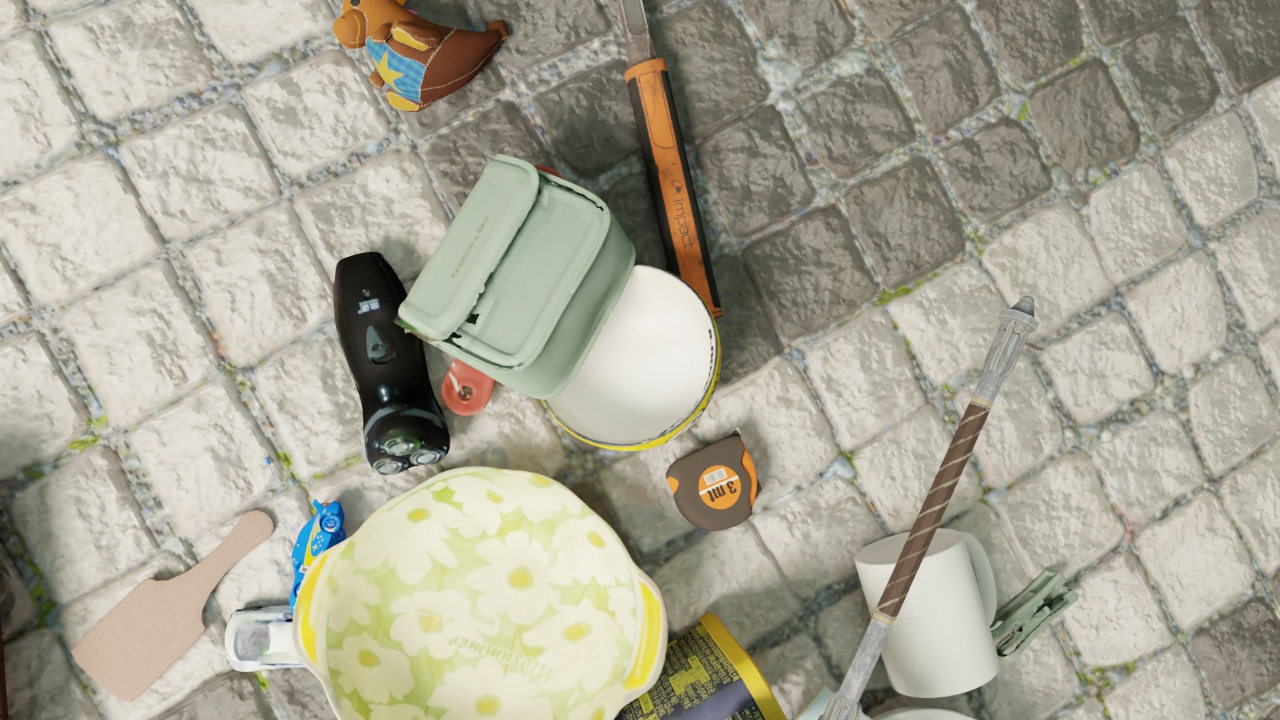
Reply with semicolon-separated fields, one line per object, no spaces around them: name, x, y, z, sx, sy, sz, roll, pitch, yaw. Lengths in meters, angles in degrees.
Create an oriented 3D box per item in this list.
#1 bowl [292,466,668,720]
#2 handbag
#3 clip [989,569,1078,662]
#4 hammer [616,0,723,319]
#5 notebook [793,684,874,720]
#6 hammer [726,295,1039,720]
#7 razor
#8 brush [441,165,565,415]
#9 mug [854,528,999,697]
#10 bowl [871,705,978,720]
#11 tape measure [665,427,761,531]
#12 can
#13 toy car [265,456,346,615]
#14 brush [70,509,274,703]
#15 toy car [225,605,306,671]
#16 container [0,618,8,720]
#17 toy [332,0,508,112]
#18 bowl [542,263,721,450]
bowl;-0.095;0.164;0.565;0.219;0.060;0.188;6;66;-3
handbag;-0.075;-0.050;0.549;0.106;0.067;0.121;27;83;19
clip;0.280;0.185;0.664;0.075;0.023;0.042;-36;92;-11
hammer;-0.004;-0.175;0.624;0.137;0.035;0.314;-13;90;-10
notebook;0.114;0.360;0.605;0.181;0.009;0.253;36;96;-5
hammer;0.140;0.112;0.486;0.098;0.044;0.322;26;86;-7
razor;-0.160;0.001;0.575;0.053;0.064;0.140;-16;92;-11
brush;-0.090;-0.046;0.605;0.041;0.030;0.172;20;83;-9
mug;0.208;0.165;0.633;0.110;0.074;0.090;-16;91;-36
bowl;0.187;0.300;0.628;0.149;0.043;0.149;0;97;-1
tape measure;0.051;0.086;0.623;0.058;0.038;0.058;-24;78;-10
can;0.028;0.226;0.563;0.104;0.135;0.075;-29;93;-7
toy car;-0.220;0.111;0.573;0.062;0.033;0.091;15;63;-3
brush;-0.285;0.147;0.576;0.050;0.015;0.135;45;76;-6
toy car;-0.215;0.175;0.578;0.089;0.027;0.038;0;86;-10
container;-0.417;0.161;0.499;0.132;0.132;0.167;-2;82;-10
toy;-0.143;-0.218;0.603;0.090;0.071;0.102;44;59;7
bowl;-0.004;0.003;0.591;0.117;0.067;0.117;-3;75;12
